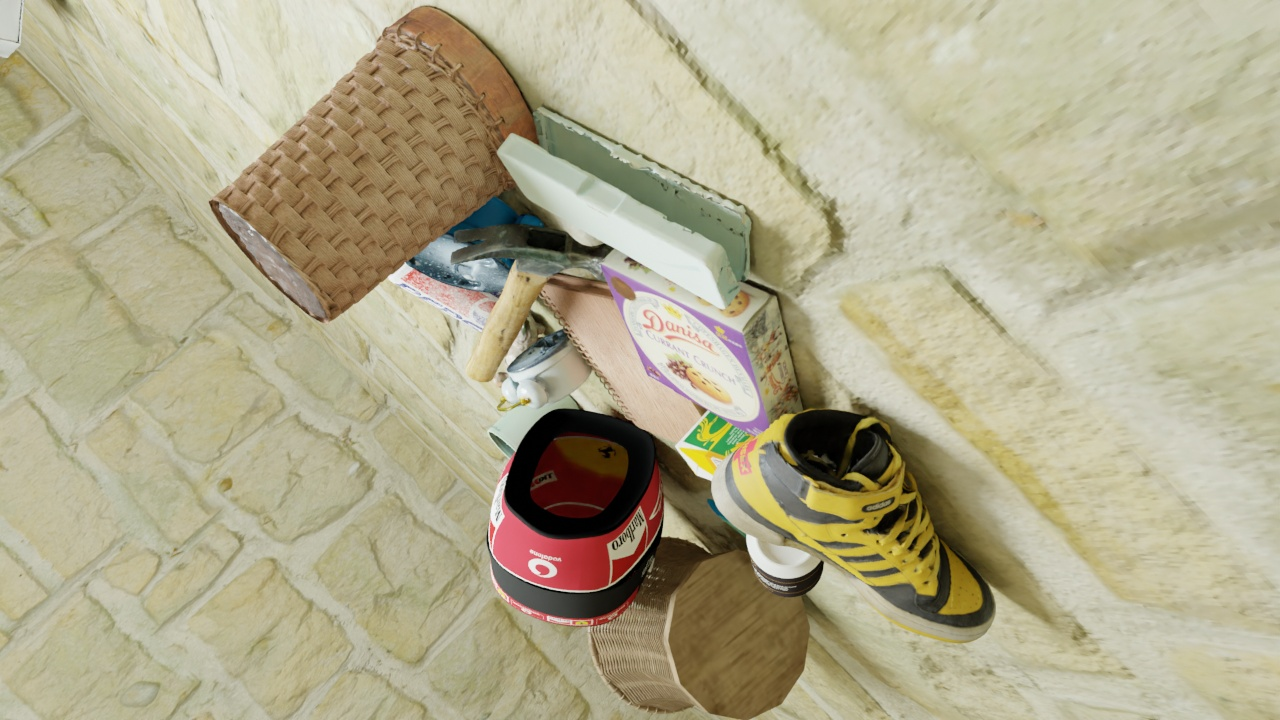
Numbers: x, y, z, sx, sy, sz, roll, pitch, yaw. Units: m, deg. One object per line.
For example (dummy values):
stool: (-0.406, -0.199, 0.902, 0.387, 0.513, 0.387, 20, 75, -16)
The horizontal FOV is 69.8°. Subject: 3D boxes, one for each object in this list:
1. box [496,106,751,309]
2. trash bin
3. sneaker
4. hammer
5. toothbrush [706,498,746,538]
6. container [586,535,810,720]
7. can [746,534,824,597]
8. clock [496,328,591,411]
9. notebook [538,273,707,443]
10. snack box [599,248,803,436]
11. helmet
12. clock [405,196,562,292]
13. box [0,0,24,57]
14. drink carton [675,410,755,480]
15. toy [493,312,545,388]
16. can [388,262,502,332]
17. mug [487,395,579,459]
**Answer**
box: (-0.012, -0.104, 0.641, 0.199, 0.070, 0.085, 32, 138, 28)
trash bin: (-0.200, -0.143, 0.694, 0.151, 0.209, 0.151, 38, 160, 16)
sneaker: (0.178, 0.115, 0.667, 0.238, 0.085, 0.122, 28, 144, -2)
hammer: (-0.127, -0.041, 0.862, 0.132, 0.033, 0.331, 10, 158, -16)
toothbrush: (0.128, 0.206, 1.062, 0.135, 0.017, 0.022, 46, 162, 3)
container: (0.075, 0.330, 1.134, 0.227, 0.226, 0.197, 47, 154, -9)
can: (0.140, 0.182, 0.875, 0.072, 0.071, 0.129, 36, 167, 22)
clock: (-0.107, 0.016, 0.979, 0.057, 0.117, 0.083, 57, 158, -17)
notebook: (-0.005, 0.005, 0.899, 0.169, 0.022, 0.210, 16, 147, 51)
snack box: (0.050, -0.016, 0.712, 0.143, 0.040, 0.148, 29, 156, 36)
helmet: (-0.076, 0.196, 1.066, 0.198, 0.270, 0.225, 14, 123, 7)
clock: (-0.147, -0.106, 0.841, 0.161, 0.060, 0.117, 19, 160, -16)
box: (-1.173, -0.527, 1.532, 0.167, 0.411, 0.149, 9, 145, 49)
drink carton: (0.093, 0.080, 0.796, 0.123, 0.058, 0.041, 13, 144, 56)
toy: (-0.146, -0.017, 1.060, 0.106, 0.085, 0.074, 109, 146, -48)
can: (-0.183, -0.085, 0.936, 0.136, 0.078, 0.078, 31, 168, -26)
mug: (-0.133, 0.093, 1.209, 0.084, 0.103, 0.111, 37, 159, 20)
